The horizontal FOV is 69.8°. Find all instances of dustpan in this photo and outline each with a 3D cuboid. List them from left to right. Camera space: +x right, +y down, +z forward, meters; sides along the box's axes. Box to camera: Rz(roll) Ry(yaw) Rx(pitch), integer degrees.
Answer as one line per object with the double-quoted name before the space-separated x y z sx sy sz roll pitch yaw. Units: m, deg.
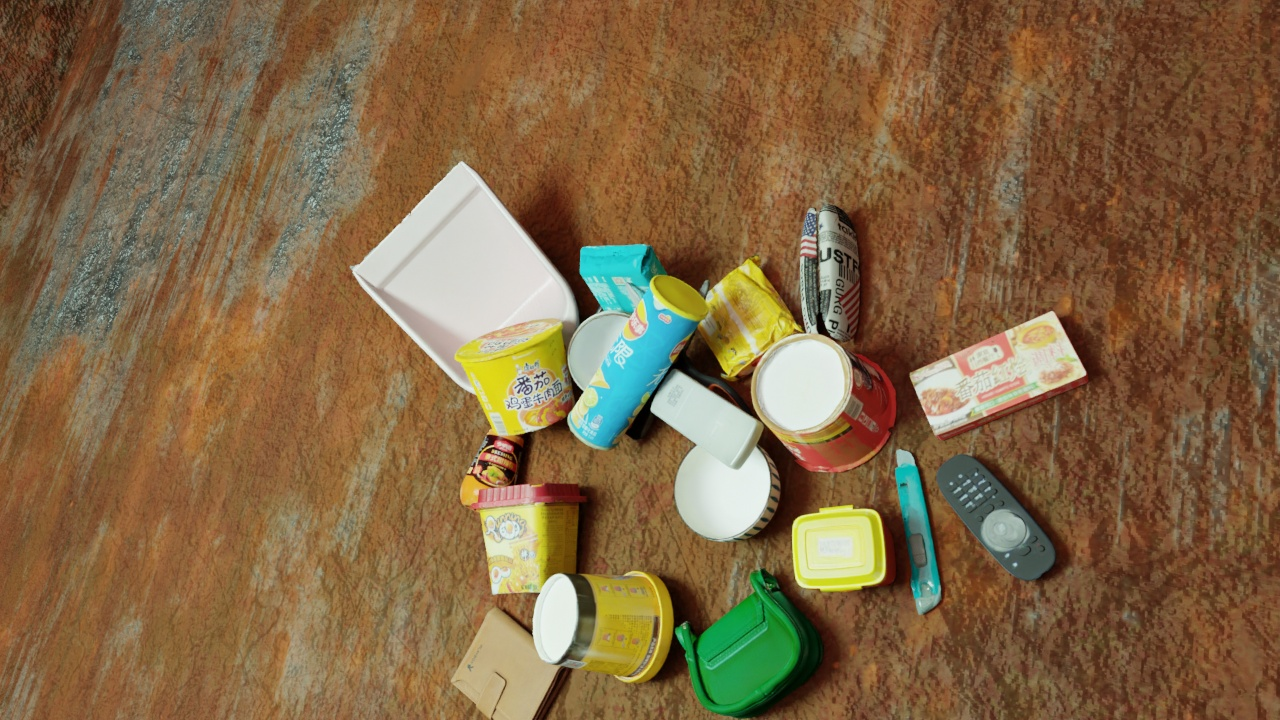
"dustpan" -0.211 -0.086 1.199 0.223 0.273 0.138 -44 26 13

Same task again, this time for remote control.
"remote control" 0.070 0.062 0.998 0.150 0.021 0.058 34 97 47
"remote control" 0.339 0.149 0.877 0.053 0.024 0.136 -40 57 10

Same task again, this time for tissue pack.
"tissue pack" -0.011 -0.092 1.120 0.093 0.133 0.050 3 57 28

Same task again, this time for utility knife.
"utility knife" 0.275 0.168 0.917 0.029 0.013 0.166 -15 64 25

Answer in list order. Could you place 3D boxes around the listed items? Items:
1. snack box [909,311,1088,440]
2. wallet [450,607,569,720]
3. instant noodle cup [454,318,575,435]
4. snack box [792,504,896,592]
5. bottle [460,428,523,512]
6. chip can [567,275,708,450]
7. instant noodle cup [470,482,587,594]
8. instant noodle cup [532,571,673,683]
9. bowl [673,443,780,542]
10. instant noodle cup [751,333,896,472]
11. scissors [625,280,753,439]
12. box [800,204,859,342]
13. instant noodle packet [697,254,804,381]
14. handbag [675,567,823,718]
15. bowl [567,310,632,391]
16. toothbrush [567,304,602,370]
"snack box" 0.355 0.017 0.918 0.153 0.025 0.075 -26 60 21
"wallet" -0.157 0.374 1.094 0.132 0.031 0.107 27 85 37
"instant noodle cup" -0.146 0.022 1.133 0.138 0.137 0.110 -8 109 29
"snack box" 0.205 0.190 0.910 0.091 0.080 0.082 -11 67 28
"bottle" -0.183 0.124 1.191 0.067 0.066 0.149 5 68 33
"chip can" -0.006 0.006 1.038 0.211 0.071 0.071 -57 50 29
"instant noodle cup" -0.130 0.213 1.097 0.116 0.116 0.123 -10 79 28
"instant noodle cup" -0.044 0.282 0.985 0.119 0.114 0.118 -29 54 49
"bowl" 0.102 0.143 1.001 0.117 0.066 0.116 -12 65 29
"instant noodle cup" 0.187 0.038 0.962 0.138 0.108 0.137 -12 65 27
"scissors" 0.041 0.013 1.068 0.233 0.021 0.221 50 122 10
"box" 0.198 -0.096 1.036 0.082 0.075 0.163 -11 68 40
"instant noodle packet" 0.120 -0.050 1.078 0.111 0.044 0.128 -37 54 16
"handbag" 0.108 0.293 0.937 0.131 0.068 0.120 -42 55 11
"bowl" -0.030 -0.012 1.133 0.114 0.113 0.062 -37 13 14
"toothbrush" -0.075 -0.026 1.210 0.014 0.016 0.189 32 93 32
